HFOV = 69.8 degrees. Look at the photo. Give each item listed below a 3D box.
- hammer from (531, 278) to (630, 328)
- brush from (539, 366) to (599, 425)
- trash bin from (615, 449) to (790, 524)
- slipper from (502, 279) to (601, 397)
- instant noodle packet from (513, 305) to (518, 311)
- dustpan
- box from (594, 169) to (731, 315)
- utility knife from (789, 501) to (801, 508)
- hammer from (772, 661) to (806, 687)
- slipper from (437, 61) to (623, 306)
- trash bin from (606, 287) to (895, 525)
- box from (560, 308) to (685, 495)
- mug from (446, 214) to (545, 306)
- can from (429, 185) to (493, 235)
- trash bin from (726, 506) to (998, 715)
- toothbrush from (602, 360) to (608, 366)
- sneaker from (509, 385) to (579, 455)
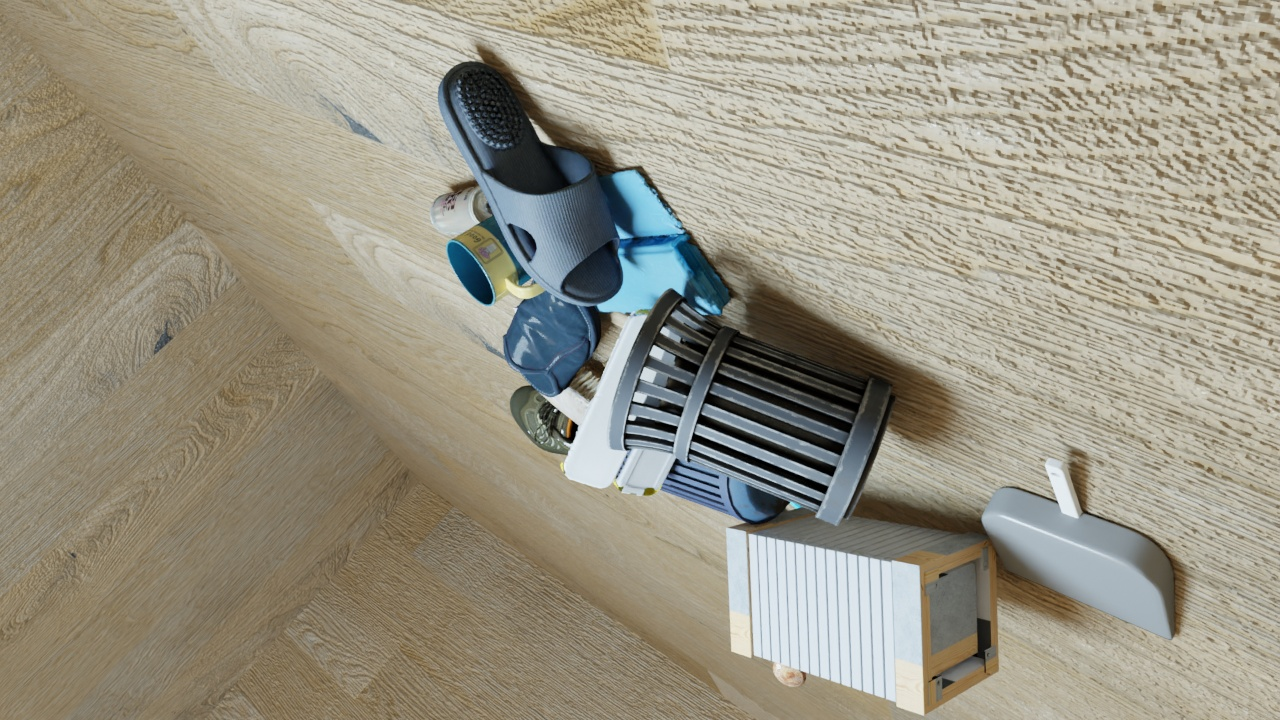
[{"bbox_3d":[-0.100,-0.089,1.157,0.331,0.030,0.119,30,157,26],"label":"hammer"},{"bbox_3d":[-0.090,0.047,1.312,0.271,0.056,0.083,34,151,42],"label":"brush"},{"bbox_3d":[0.069,0.107,1.111,0.250,0.139,0.139,12,146,49],"label":"trash bin"},{"bbox_3d":[-0.126,-0.011,1.154,0.109,0.083,0.266,40,149,6],"label":"slipper"},{"bbox_3d":[-0.127,-0.052,1.245,0.087,0.026,0.134,33,171,-13],"label":"instant noodle packet"},{"bbox_3d":[0.389,0.161,0.828,0.163,0.033,0.257,20,161,42],"label":"dustpan"},{"bbox_3d":[-0.024,-0.120,0.966,0.232,0.033,0.174,5,137,56],"label":"box"},{"bbox_3d":[0.208,0.190,1.211,0.116,0.015,0.022,39,-171,7],"label":"utility knife"},{"bbox_3d":[0.203,0.325,1.202,0.158,0.037,0.300,41,-159,-3],"label":"hammer"},{"bbox_3d":[-0.092,-0.168,0.865,0.083,0.101,0.263,-13,114,56],"label":"slipper"},{"bbox_3d":[0.106,0.049,0.859,0.227,0.164,0.164,21,155,12],"label":"trash bin"},{"bbox_3d":[0.005,0.051,0.998,0.129,0.210,0.034,17,-160,-26],"label":"box"},{"bbox_3d":[-0.134,-0.112,0.997,0.113,0.107,0.083,38,149,30],"label":"mug"},{"bbox_3d":[-0.208,-0.182,1.115,0.054,0.054,0.136,50,157,-25],"label":"can"},{"bbox_3d":[0.234,0.255,0.992,0.247,0.142,0.142,1,95,49],"label":"trash bin"},{"bbox_3d":[-0.007,0.007,1.208,0.016,0.016,0.167,48,159,-20],"label":"toothbrush"},{"bbox_3d":[-0.133,0.095,1.460,0.238,0.101,0.143,23,164,27],"label":"sneaker"}]
